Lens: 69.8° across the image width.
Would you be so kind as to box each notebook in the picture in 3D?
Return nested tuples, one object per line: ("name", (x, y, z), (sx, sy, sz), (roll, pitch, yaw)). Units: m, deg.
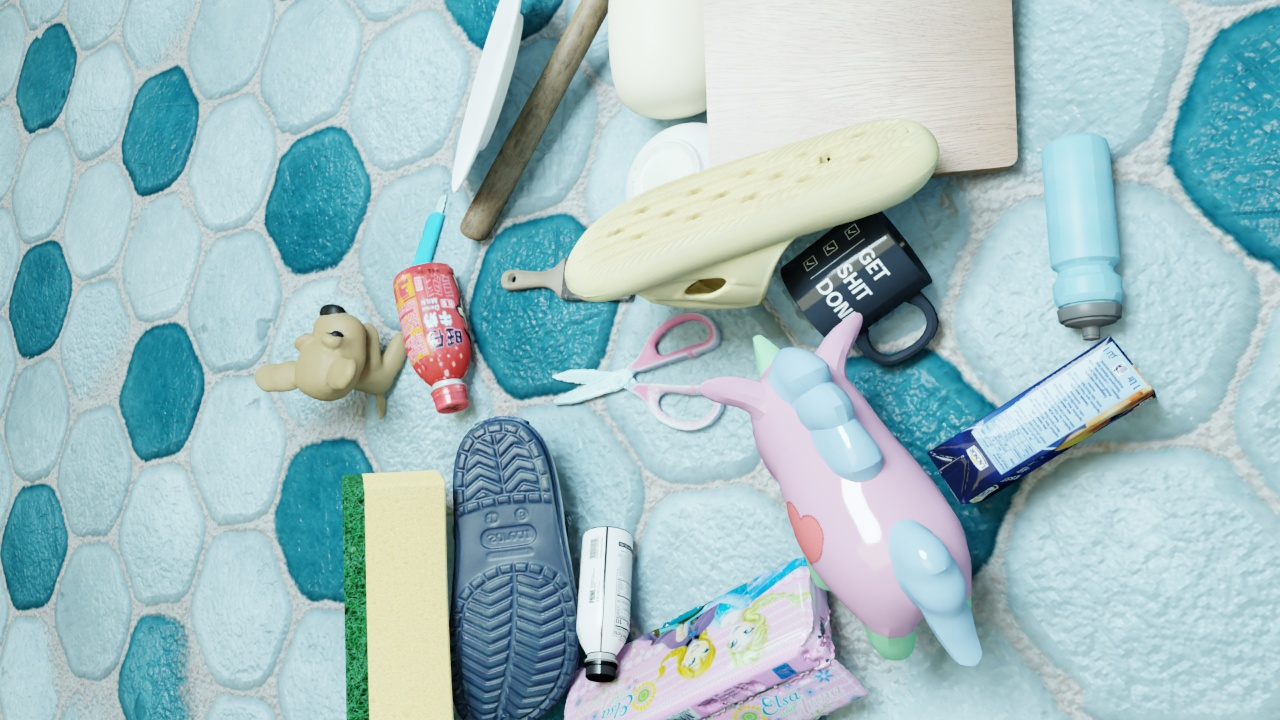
("notebook", (0.151, -0.211, 0.654), (0.211, 0.022, 0.169), (-2, 90, 17))

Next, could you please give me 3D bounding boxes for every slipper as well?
("slipper", (0.077, -0.089, 0.633), (0.262, 0.079, 0.111), (-17, 38, 18))
("slipper", (-0.102, 0.171, 0.759), (0.105, 0.095, 0.252), (-1, 88, -3))

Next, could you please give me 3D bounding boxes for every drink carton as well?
("drink carton", (0.249, 0.041, 0.573), (0.130, 0.064, 0.040), (-38, 66, 22))

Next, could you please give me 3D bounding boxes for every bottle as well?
("bottle", (0.282, -0.077, 0.584), (0.040, 0.040, 0.130), (-6, 80, 31))
("bottle", (-0.189, -0.019, 0.855), (0.062, 0.062, 0.137), (-25, 72, 26))
("bottle", (-0.028, 0.190, 0.714), (0.041, 0.041, 0.115), (-18, 51, 28))

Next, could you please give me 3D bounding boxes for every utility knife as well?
("utility knife", (-0.213, -0.106, 0.910), (0.022, 0.015, 0.124), (20, 91, 29))

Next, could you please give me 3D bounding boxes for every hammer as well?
("hammer", (-0.079, -0.239, 0.803), (0.040, 0.129, 0.322), (49, 118, 29))

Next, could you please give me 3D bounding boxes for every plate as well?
("plate", (-0.131, -0.248, 0.814), (0.209, 0.015, 0.208), (-166, 91, -71))

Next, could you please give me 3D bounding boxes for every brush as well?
("brush", (-0.064, -0.072, 0.813), (0.151, 0.012, 0.039), (4, 85, 32))
("brush", (-0.204, 0.218, 0.757), (0.195, 0.075, 0.250), (145, 122, -69))

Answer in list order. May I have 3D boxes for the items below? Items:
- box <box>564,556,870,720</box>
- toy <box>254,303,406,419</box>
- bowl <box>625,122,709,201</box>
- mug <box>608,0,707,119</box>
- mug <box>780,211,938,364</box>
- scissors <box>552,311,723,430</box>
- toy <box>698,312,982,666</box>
("box", (0.058, 0.249, 0.683), (0.231, 0.105, 0.086), (-34, 23, 23))
("toy", (-0.282, 0.002, 0.881), (0.134, 0.108, 0.105), (-3, 83, 31))
("bowl", (0.034, -0.138, 0.733), (0.114, 0.063, 0.113), (-5, 80, 30))
("mug", (0.034, -0.246, 0.736), (0.120, 0.096, 0.100), (-1, 91, -10))
("mug", (0.161, -0.047, 0.643), (0.078, 0.071, 0.105), (-38, 87, 22))
("scissors", (-0.007, 0.029, 0.763), (0.179, 0.016, 0.105), (-19, 73, 28))
("toy", (0.135, 0.081, 0.577), (0.120, 0.171, 0.222), (-24, 30, -8))
